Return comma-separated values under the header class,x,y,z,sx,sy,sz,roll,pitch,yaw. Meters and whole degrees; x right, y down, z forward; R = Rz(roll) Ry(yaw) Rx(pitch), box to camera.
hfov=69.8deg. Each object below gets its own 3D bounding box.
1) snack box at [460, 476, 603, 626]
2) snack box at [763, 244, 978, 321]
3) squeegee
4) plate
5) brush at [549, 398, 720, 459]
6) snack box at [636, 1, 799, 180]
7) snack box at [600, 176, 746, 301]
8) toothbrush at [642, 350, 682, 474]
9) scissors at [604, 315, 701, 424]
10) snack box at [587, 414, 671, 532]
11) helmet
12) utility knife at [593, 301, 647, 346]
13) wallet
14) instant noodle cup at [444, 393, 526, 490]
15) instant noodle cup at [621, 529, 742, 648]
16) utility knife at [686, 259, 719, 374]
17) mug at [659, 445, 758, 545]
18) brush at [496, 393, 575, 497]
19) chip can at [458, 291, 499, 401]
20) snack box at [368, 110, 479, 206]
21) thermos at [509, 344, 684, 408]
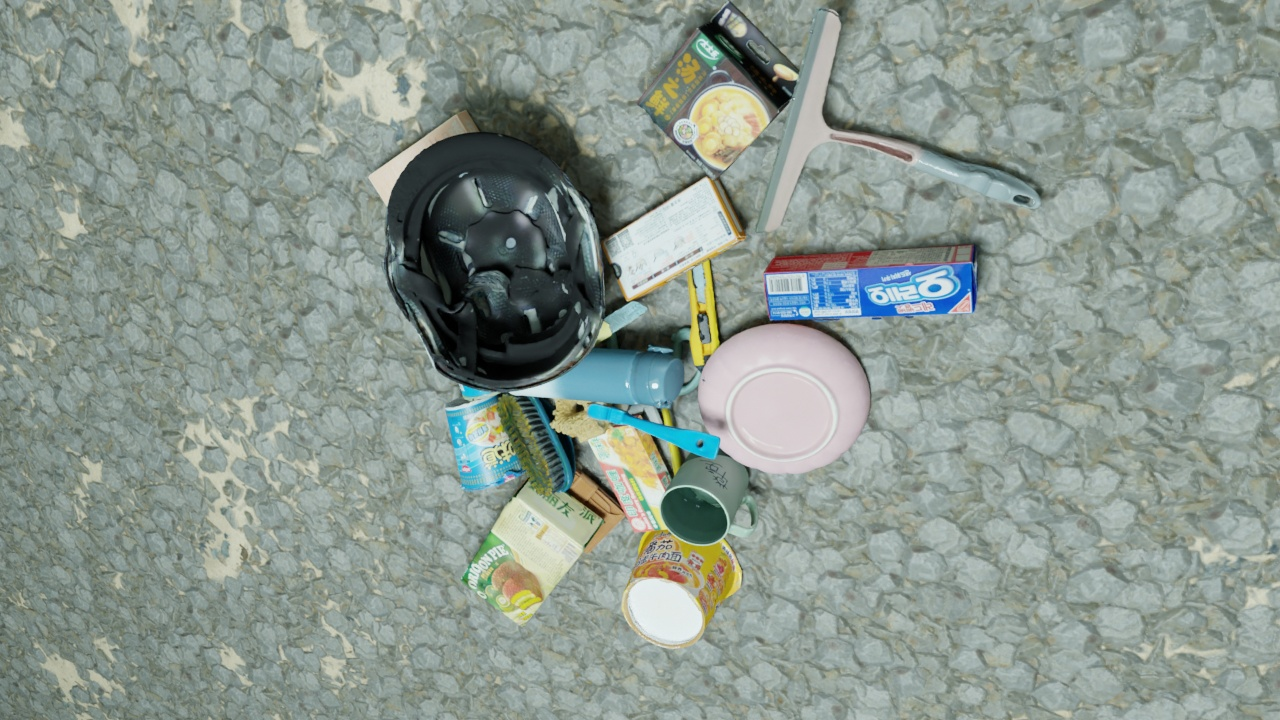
class,x,y,z,sx,sy,sz,roll,pitch,yaw
snack box,-0.150,0.258,1.232,0.114,0.063,0.241,36,133,3
snack box,0.233,-0.078,0.929,0.208,0.058,0.057,-1,114,24
squeegee,0.257,-0.192,0.874,0.250,0.040,0.248,19,137,7
plate,0.157,0.052,1.018,0.192,0.039,0.193,5,119,9
brush,-0.013,0.072,1.066,0.255,0.045,0.083,13,90,41
snack box,0.079,-0.264,0.909,0.113,0.053,0.126,44,128,-3
snack box,0.033,-0.130,0.994,0.154,0.026,0.075,-27,85,31
toothbrush,0.029,0.070,1.097,0.017,0.015,0.190,0,121,24
scissors,-0.007,0.006,1.096,0.181,0.019,0.171,33,124,3
snack box,-0.003,0.144,1.150,0.077,0.026,0.156,-13,112,35
helmet,-0.152,-0.109,1.011,0.230,0.156,0.274,-20,102,1
utility knife,-0.063,-0.024,1.081,0.031,0.022,0.213,53,140,-7
wallet,-0.092,0.187,1.216,0.132,0.031,0.108,40,125,-2
instant noodle cup,-0.202,0.098,1.185,0.099,0.099,0.110,-10,102,27
instant noodle cup,0.045,0.286,1.160,0.138,0.109,0.138,9,117,18
utility knife,0.066,-0.061,1.022,0.033,0.015,0.171,-5,106,10
mug,0.090,0.161,1.080,0.112,0.106,0.082,29,122,7
brush,-0.123,0.098,1.154,0.055,0.073,0.144,-32,81,43
chip can,-0.219,-0.059,1.120,0.071,0.071,0.210,-8,112,26
snack box,-0.241,-0.217,1.075,0.158,0.026,0.084,-24,104,30
thermos,-0.056,0.015,1.058,0.221,0.070,0.070,2,116,29
